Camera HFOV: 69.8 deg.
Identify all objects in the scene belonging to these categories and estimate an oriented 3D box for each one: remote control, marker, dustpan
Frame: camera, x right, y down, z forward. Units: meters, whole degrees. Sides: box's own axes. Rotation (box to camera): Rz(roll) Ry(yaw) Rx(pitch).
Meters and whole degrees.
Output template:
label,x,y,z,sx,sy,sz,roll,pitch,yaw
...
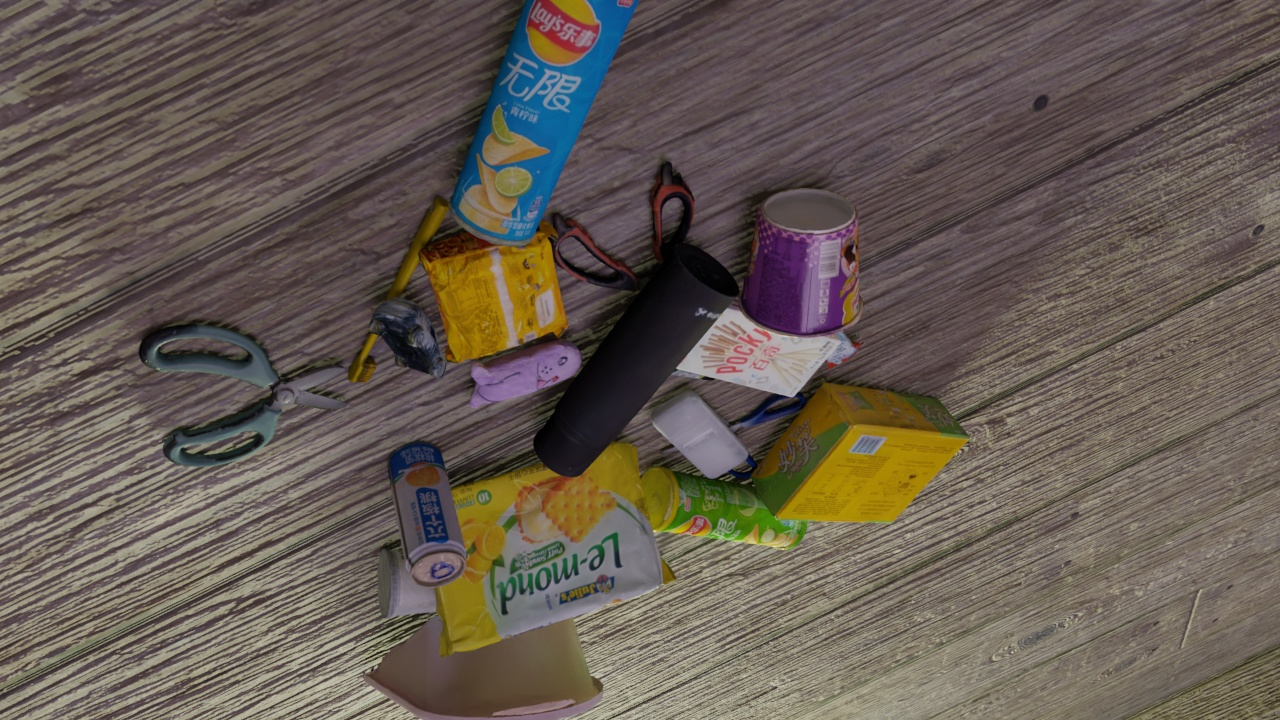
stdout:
label,x,y,z,sx,sy,sz,roll,pitch,yaw
remote control,0.064,0.080,0.975,0.056,0.020,0.136,-33,133,13
marker,0.028,0.005,0.903,0.124,0.015,0.018,9,128,-33
dustpan,-0.169,0.364,1.016,0.222,0.138,0.274,0,147,-28

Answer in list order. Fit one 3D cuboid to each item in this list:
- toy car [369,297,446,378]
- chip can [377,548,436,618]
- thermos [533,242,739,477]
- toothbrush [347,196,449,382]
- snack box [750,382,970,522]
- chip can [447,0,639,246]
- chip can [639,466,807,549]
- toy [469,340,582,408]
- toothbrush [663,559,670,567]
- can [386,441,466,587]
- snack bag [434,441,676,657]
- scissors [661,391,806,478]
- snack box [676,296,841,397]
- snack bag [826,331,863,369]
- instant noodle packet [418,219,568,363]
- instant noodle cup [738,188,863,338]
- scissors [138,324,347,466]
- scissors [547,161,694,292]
label,x,y,z,sx,sy,sz,roll,pitch,yaw
toy car,-0.186,-0.017,0.748,0.043,0.034,0.091,13,152,17
chip can,-0.169,0.232,0.992,0.214,0.071,0.071,1,131,-26
thermos,-0.005,0.005,0.837,0.089,0.068,0.243,-8,143,-53
toothbrush,-0.196,-0.052,0.744,0.016,0.015,0.191,10,127,-38
snack box,0.254,0.112,1.061,0.209,0.070,0.158,8,128,-36
chip can,-0.067,-0.183,0.634,0.071,0.071,0.211,8,128,-31
chip can,0.098,0.173,1.055,0.221,0.072,0.073,15,124,-34
toy,-0.103,0.008,0.822,0.108,0.039,0.084,-15,159,-15
toothbrush,-0.010,0.198,1.065,0.026,0.027,0.224,-54,139,-17
can,-0.197,0.139,0.842,0.053,0.134,0.053,-13,135,-14
snack bag,-0.101,0.184,0.927,0.246,0.158,0.068,-15,169,-9
scissors,0.107,0.077,1.011,0.162,0.012,0.173,-32,135,9
snack box,0.108,-0.014,0.884,0.156,0.026,0.085,13,130,-30
snack bag,0.192,-0.024,0.940,0.048,0.026,0.104,-42,133,14
instant noodle packet,-0.118,-0.055,0.754,0.110,0.044,0.129,-15,141,-11
instant noodle cup,0.142,-0.090,0.803,0.111,0.111,0.099,-13,126,-13
scissors,-0.337,0.021,0.750,0.170,0.019,0.181,-25,136,2
scissors,0.007,-0.080,0.808,0.188,0.015,0.227,-6,134,-19
